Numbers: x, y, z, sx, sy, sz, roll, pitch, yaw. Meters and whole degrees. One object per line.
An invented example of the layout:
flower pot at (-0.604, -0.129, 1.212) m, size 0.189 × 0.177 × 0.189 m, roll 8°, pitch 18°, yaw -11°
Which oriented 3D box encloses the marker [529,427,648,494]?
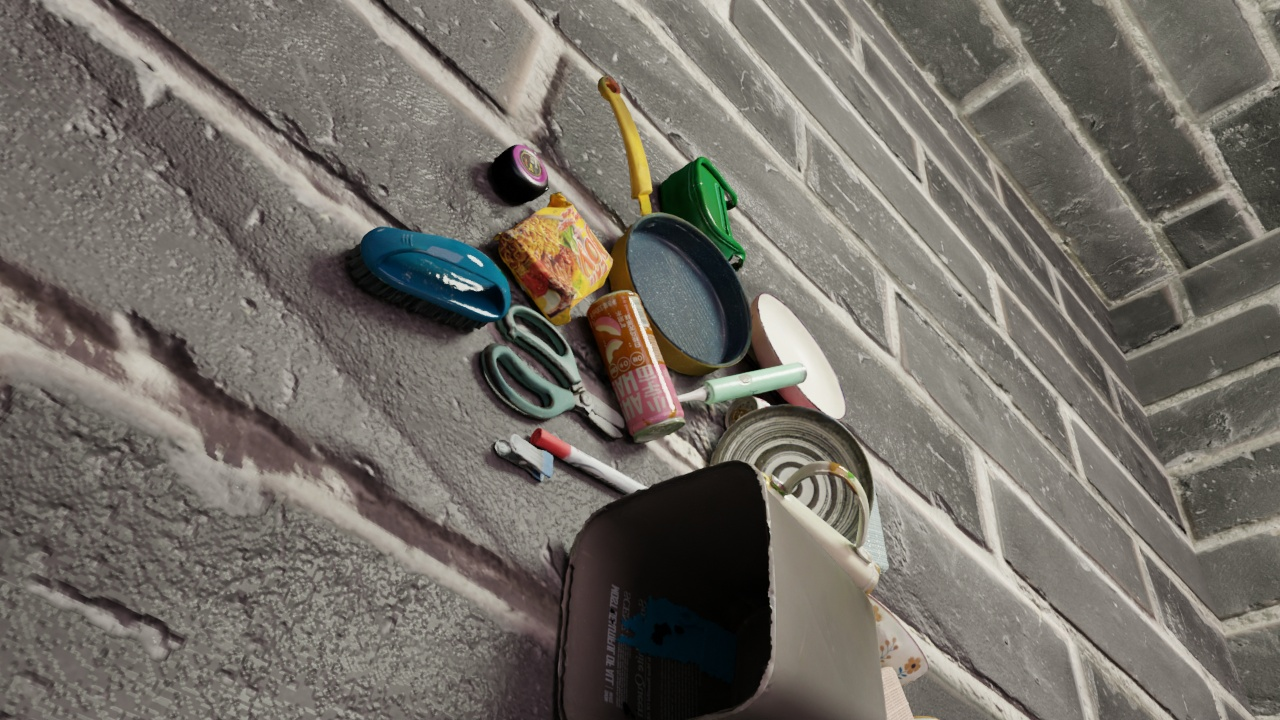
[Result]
marker at (-0.041, 0.099, 0.840) m, size 0.145 × 0.017 × 0.017 m, roll 33°, pitch 41°, yaw -33°

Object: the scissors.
scissors at (-0.073, 0.012, 0.865) m, size 0.180 × 0.019 × 0.142 m, roll 31°, pitch 42°, yaw -33°

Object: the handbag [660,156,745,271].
handbag at (0.087, -0.186, 1.179) m, size 0.120 × 0.068 × 0.131 m, roll 23°, pitch 47°, yaw -42°

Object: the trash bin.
trash bin at (0.076, 0.228, 0.748) m, size 0.219 × 0.199 × 0.198 m, roll 40°, pitch 39°, yaw -38°

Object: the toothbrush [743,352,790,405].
toothbrush at (0.145, 0.015, 1.145) m, size 0.181 × 0.016 × 0.018 m, roll 50°, pitch 41°, yaw -11°

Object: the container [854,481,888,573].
container at (0.219, 0.190, 1.037) m, size 0.090 × 0.090 × 0.111 m, roll 21°, pitch 51°, yaw -42°

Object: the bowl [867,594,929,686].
bowl at (0.246, 0.307, 0.985) m, size 0.062 × 0.113 × 0.113 m, roll -40°, pitch 100°, yaw -13°

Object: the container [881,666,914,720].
container at (0.209, 0.356, 0.897) m, size 0.110 × 0.090 × 0.090 m, roll 8°, pitch 58°, yaw -53°

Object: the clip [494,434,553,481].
clip at (-0.098, 0.082, 0.781) m, size 0.057 × 0.032 × 0.025 m, roll 38°, pitch 41°, yaw -40°

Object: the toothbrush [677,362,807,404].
toothbrush at (0.097, 0.030, 1.011) m, size 0.224 × 0.027 × 0.026 m, roll -10°, pitch 52°, yaw -34°

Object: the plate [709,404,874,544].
plate at (0.161, 0.134, 0.986) m, size 0.179 × 0.024 × 0.179 m, roll 2°, pitch 66°, yaw -4°

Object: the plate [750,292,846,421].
plate at (0.194, 0.002, 1.177) m, size 0.192 × 0.039 × 0.192 m, roll 41°, pitch 28°, yaw -28°

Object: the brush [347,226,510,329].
brush at (-0.165, -0.072, 0.763) m, size 0.143 × 0.074 × 0.055 m, roll 24°, pitch 51°, yaw -41°

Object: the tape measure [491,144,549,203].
tape measure at (-0.124, -0.190, 0.939) m, size 0.057 × 0.039 × 0.057 m, roll 1°, pitch 63°, yaw -57°

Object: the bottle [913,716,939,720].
bottle at (0.299, 0.468, 0.940) m, size 0.068 × 0.068 × 0.189 m, roll 32°, pitch 42°, yaw -33°

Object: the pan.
pan at (0.021, -0.152, 1.048) m, size 0.197 × 0.078 × 0.357 m, roll -23°, pitch 82°, yaw -52°

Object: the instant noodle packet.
instant noodle packet at (-0.082, -0.105, 0.924) m, size 0.111 × 0.044 × 0.128 m, roll 56°, pitch 33°, yaw -12°

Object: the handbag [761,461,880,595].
handbag at (0.154, 0.167, 0.880) m, size 0.163 × 0.179 × 0.063 m, roll 40°, pitch 32°, yaw -10°

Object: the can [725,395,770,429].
can at (0.160, 0.089, 1.070) m, size 0.132 × 0.053 × 0.053 m, roll 32°, pitch 42°, yaw -34°

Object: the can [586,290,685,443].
can at (-0.005, 0.005, 0.920) m, size 0.057 × 0.058 × 0.147 m, roll 0°, pitch 64°, yaw -52°
